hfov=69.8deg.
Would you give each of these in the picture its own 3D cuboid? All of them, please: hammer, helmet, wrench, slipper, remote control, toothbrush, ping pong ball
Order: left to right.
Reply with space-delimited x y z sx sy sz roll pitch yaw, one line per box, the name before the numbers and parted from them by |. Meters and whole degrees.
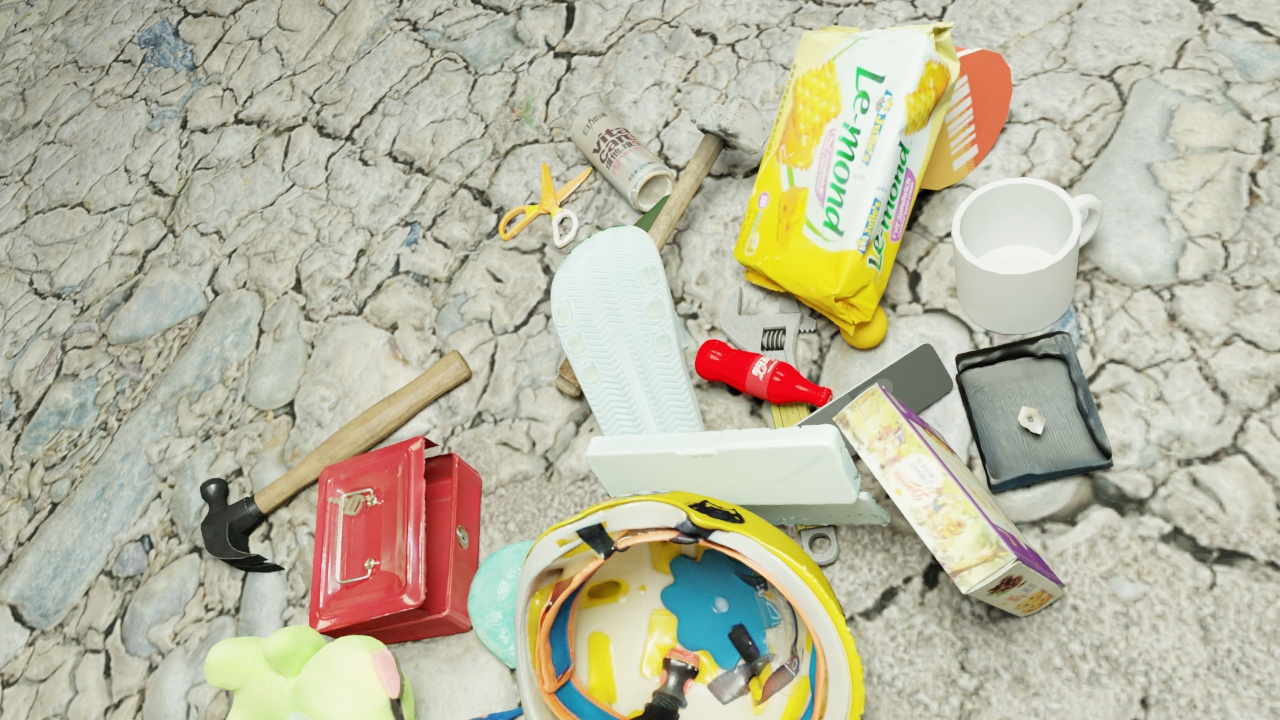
hammer | -0.299 0.092 0.911 0.305 0.040 0.132 -35 51 -1
toothbrush | -0.127 0.292 0.731 0.135 0.017 0.021 -26 52 6
slipper | -0.005 0.005 0.796 0.104 0.074 0.245 -19 82 7
hammer | 0.010 -0.108 0.863 0.318 0.049 0.121 -59 24 -2
helmet | 0.039 0.184 0.643 0.240 0.139 0.209 4 101 16
wrench | 0.123 0.043 0.775 0.084 0.018 0.272 -15 56 13
ping pong ball | 0.189 -0.030 0.778 0.040 0.040 0.040 -10 58 16
remote control | 0.182 0.040 0.731 0.146 0.008 0.045 -32 93 -9

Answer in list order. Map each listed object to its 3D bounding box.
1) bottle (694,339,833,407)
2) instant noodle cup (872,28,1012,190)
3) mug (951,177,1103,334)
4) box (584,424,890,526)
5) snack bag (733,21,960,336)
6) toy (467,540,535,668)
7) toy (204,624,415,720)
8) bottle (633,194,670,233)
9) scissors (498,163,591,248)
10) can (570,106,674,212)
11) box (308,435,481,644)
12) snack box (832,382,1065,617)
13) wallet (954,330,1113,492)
bottle | 0.103 0.014 0.765 0.119 0.036 0.036 20 70 30
instant noodle cup | 0.246 -0.238 0.837 0.123 0.123 0.121 -40 47 -4
mug | 0.313 -0.089 0.732 0.121 0.090 0.091 -28 54 4
box | 0.069 0.095 0.676 0.197 0.134 0.040 -5 48 32
snack bag | 0.170 -0.159 0.771 0.160 0.068 0.247 35 112 55
toy | -0.102 0.199 0.770 0.085 0.033 0.105 22 73 16
toy | -0.253 0.279 0.736 0.197 0.107 0.150 3 98 18
bottle | 0.024 -0.149 0.926 0.106 0.025 0.025 -44 55 -6
scissors | -0.096 -0.166 0.994 0.125 0.011 0.128 -42 56 -3
can | -0.019 -0.212 0.963 0.054 0.054 0.135 -37 55 -2
box | -0.214 0.162 0.807 0.129 0.092 0.157 -14 60 17
snack box | 0.212 0.097 0.627 0.041 0.143 0.148 -42 52 15
wallet | 0.297 0.039 0.701 0.089 0.026 0.114 -14 57 15
